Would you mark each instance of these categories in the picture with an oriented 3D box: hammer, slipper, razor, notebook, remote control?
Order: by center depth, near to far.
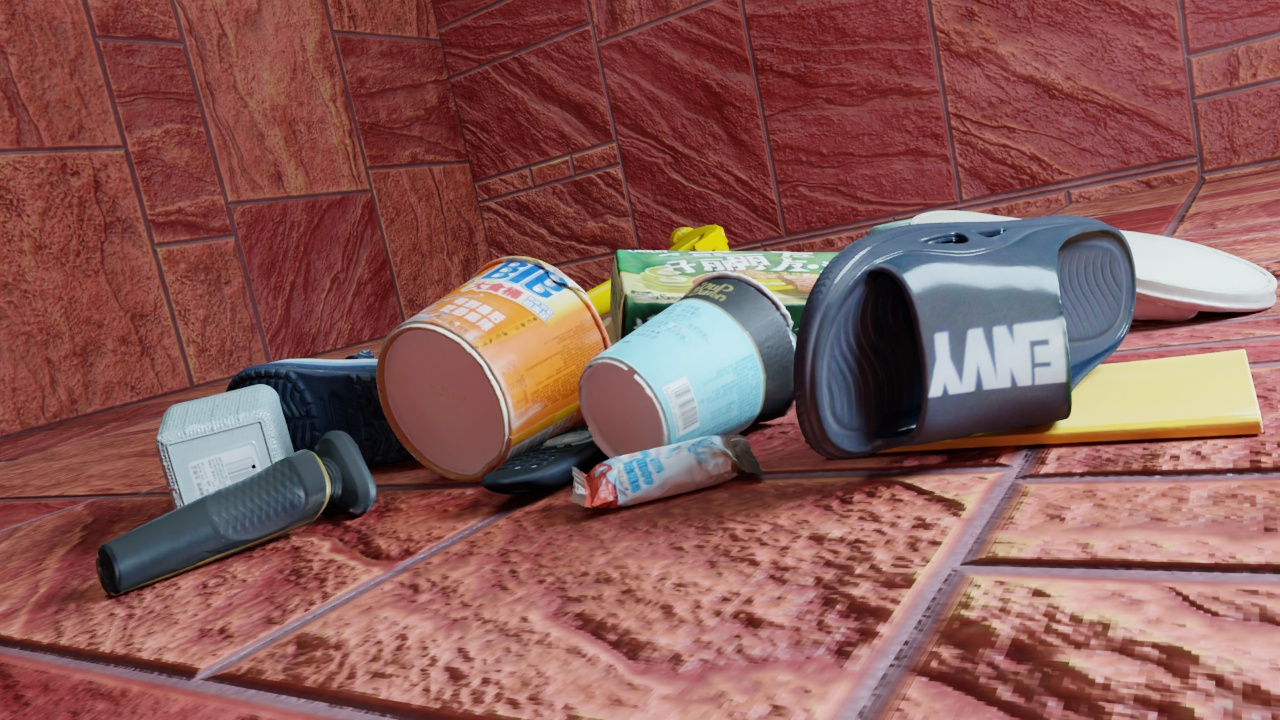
[{"bbox_3d":[0.192,-0.022,0.469,0.267,0.111,0.083,-15,12,-31],"label":"slipper"},{"bbox_3d":[0.223,0.024,0.517,0.207,0.010,0.145,-7,9,32],"label":"notebook"},{"bbox_3d":[-0.254,0.101,0.584,0.167,0.062,0.068,-23,-18,-31],"label":"razor"},{"bbox_3d":[-0.053,0.066,0.593,0.053,0.024,0.136,-10,6,25],"label":"remote control"},{"bbox_3d":[0.345,-0.071,0.734,0.275,0.054,0.113,17,32,32],"label":"slipper"},{"bbox_3d":[-0.257,0.040,0.798,0.253,0.105,0.095,-8,10,29],"label":"slipper"},{"bbox_3d":[-0.052,-0.045,0.817,0.300,0.033,0.129,-29,15,-11],"label":"hammer"}]

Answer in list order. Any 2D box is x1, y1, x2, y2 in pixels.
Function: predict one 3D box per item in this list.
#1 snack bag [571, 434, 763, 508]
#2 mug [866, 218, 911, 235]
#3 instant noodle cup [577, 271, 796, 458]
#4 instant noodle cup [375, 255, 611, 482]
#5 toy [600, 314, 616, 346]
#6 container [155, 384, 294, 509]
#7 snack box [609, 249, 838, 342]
[{"bbox_3d":[0.013,0.062,0.511,0.104,0.026,0.048,-13,21,-2],"label":"snack bag"},{"bbox_3d":[0.269,-0.080,0.857,0.082,0.106,0.112,-17,10,-40],"label":"mug"},{"bbox_3d":[0.027,0.013,0.590,0.120,0.111,0.111,-28,16,-38],"label":"instant noodle cup"},{"bbox_3d":[-0.110,0.011,0.667,0.152,0.151,0.111,-7,18,35],"label":"instant noodle cup"},{"bbox_3d":[-0.005,0.005,0.792,0.143,0.082,0.226,-34,15,-13],"label":"toy"},{"bbox_3d":[-0.315,0.076,0.702,0.089,0.090,0.111,-15,11,-19],"label":"container"},{"bbox_3d":[0.098,-0.041,0.723,0.240,0.063,0.114,0,24,-4],"label":"snack box"}]
